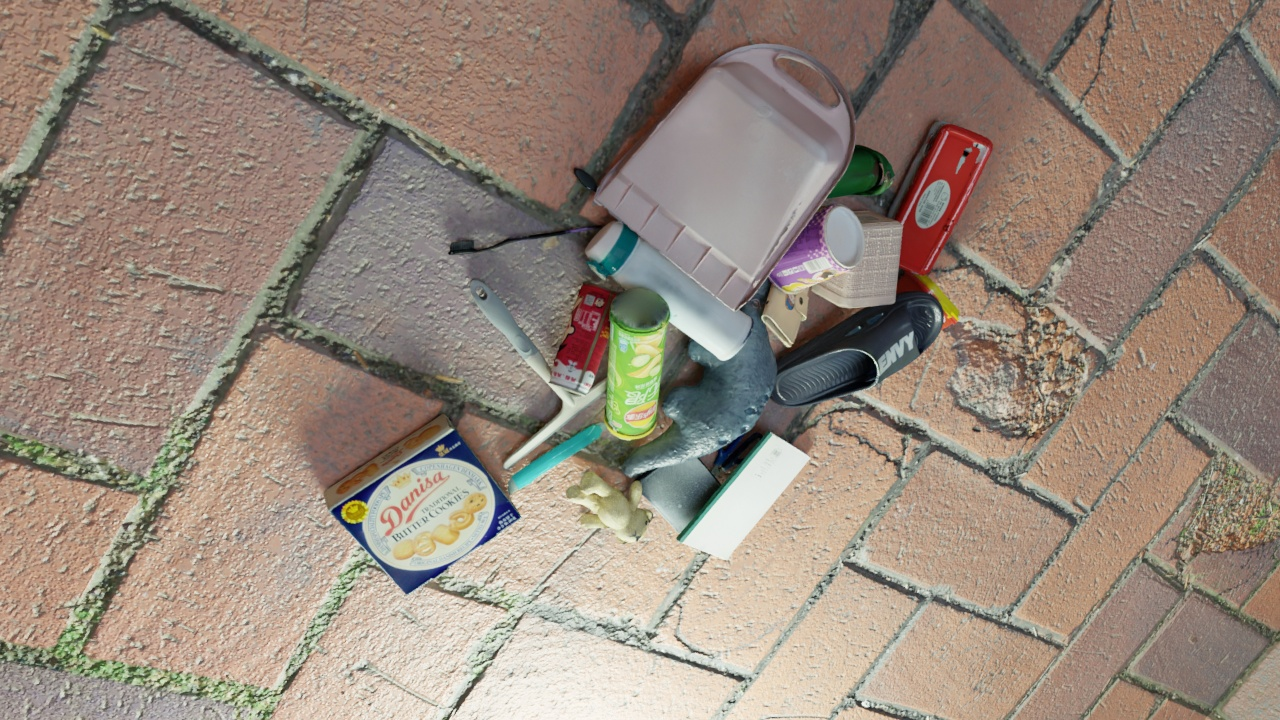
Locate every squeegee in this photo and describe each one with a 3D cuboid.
[{"bbox_3d":[-0.133,-0.006,1.138,0.246,0.039,0.246,-38,124,-3],"label":"squeegee"}]

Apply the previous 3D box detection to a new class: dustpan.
[{"bbox_3d":[0.120,-0.229,1.075,0.222,0.138,0.274,42,116,2],"label":"dustpan"}]

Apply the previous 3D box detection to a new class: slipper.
[{"bbox_3d":[0.303,0.004,1.276,0.268,0.083,0.111,-27,124,12],"label":"slipper"}]

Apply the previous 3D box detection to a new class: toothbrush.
[{"bbox_3d":[-0.134,-0.146,1.082,0.188,0.014,0.017,-13,95,-19],"label":"toothbrush"},{"bbox_3d":[-0.019,-0.173,1.121,0.189,0.016,0.014,40,85,-37],"label":"toothbrush"}]

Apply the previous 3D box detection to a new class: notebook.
[{"bbox_3d":[0.157,0.204,1.366,0.209,0.012,0.150,-51,141,6],"label":"notebook"}]

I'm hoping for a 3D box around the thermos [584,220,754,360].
[{"bbox_3d":[0.033,-0.086,1.127,0.224,0.073,0.073,35,98,-18],"label":"thermos"}]

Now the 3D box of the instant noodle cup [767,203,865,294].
[{"bbox_3d":[0.222,-0.148,1.165,0.111,0.099,0.111,9,77,-40],"label":"instant noodle cup"}]

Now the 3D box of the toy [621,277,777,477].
[{"bbox_3d":[0.109,0.031,1.244,0.138,0.091,0.357,28,102,-4],"label":"toy"}]

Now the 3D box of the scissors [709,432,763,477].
[{"bbox_3d":[0.106,0.156,1.346,0.173,0.012,0.128,-27,125,-8],"label":"scissors"}]

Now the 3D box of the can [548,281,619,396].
[{"bbox_3d":[-0.068,-0.026,1.121,0.053,0.053,0.132,22,85,-32],"label":"can"}]

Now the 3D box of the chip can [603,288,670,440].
[{"bbox_3d":[-0.007,0.007,1.137,0.072,0.072,0.222,-16,142,-17],"label":"chip can"}]

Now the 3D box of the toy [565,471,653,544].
[{"bbox_3d":[-0.042,0.204,1.269,0.105,0.066,0.157,-41,131,6],"label":"toy"}]

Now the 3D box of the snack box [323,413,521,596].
[{"bbox_3d":[-0.274,0.186,1.168,0.178,0.046,0.182,-34,125,-6],"label":"snack box"}]

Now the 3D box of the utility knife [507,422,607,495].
[{"bbox_3d":[-0.112,0.128,1.232,0.161,0.013,0.029,-32,126,-10],"label":"utility knife"}]

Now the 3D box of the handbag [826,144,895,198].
[{"bbox_3d":[0.232,-0.226,1.142,0.131,0.120,0.068,-10,113,-18],"label":"handbag"}]

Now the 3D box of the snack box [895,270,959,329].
[{"bbox_3d":[0.399,-0.075,1.321,0.080,0.082,0.091,-43,123,13],"label":"snack box"}]

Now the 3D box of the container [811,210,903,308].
[{"bbox_3d":[0.292,-0.139,1.234,0.089,0.090,0.111,-7,114,-21],"label":"container"}]

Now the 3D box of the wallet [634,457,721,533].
[{"bbox_3d":[0.060,0.186,1.328,0.097,0.019,0.121,-38,118,3],"label":"wallet"}]

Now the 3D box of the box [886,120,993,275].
[{"bbox_3d":[0.399,-0.223,1.265,0.094,0.091,0.202,27,107,12],"label":"box"}]

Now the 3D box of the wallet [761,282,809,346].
[{"bbox_3d":[0.199,-0.085,1.223,0.087,0.024,0.115,44,56,-44],"label":"wallet"}]
